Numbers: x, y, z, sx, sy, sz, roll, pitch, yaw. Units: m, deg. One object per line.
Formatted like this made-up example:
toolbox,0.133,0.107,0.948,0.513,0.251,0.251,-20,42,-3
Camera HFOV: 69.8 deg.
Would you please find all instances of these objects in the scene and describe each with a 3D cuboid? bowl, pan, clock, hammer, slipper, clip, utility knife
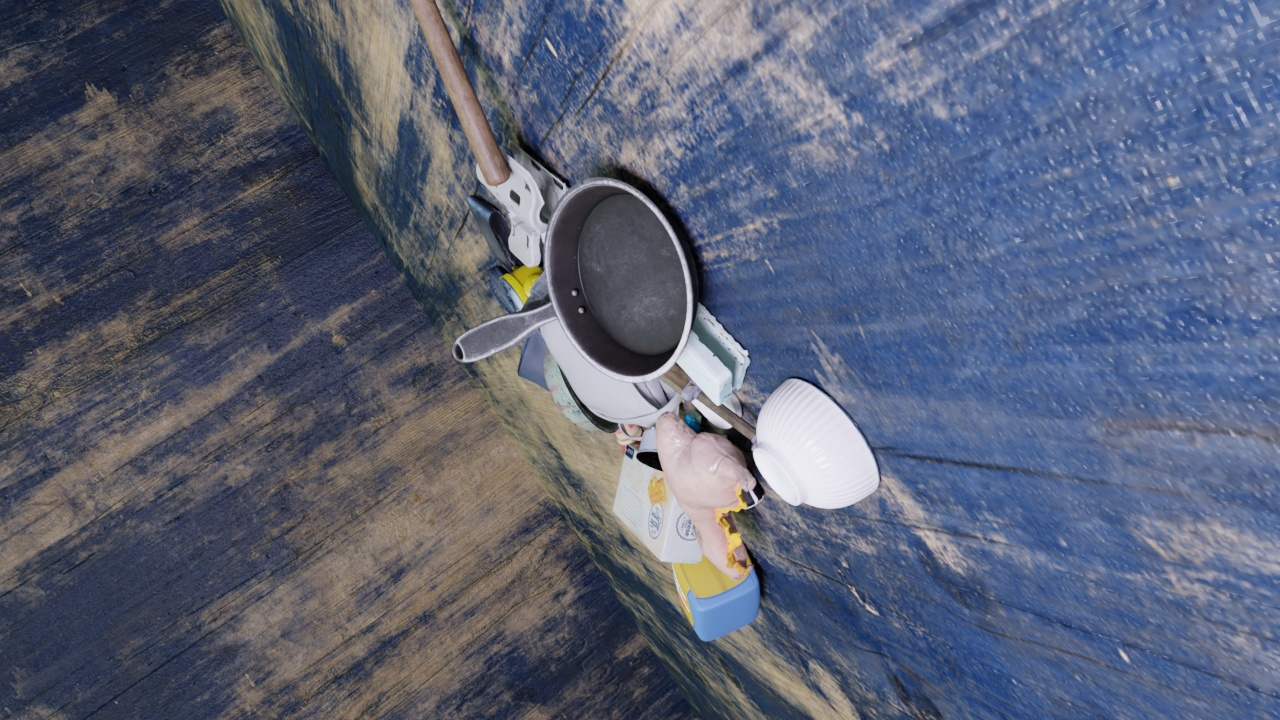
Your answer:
bowl,0.136,0.080,0.768,0.118,0.062,0.118,50,164,19
pan,-0.075,-0.052,0.890,0.358,0.055,0.187,-19,93,48
clock,-0.147,-0.086,1.253,0.119,0.057,0.083,34,153,52
hammer,0.010,0.002,0.927,0.317,0.147,0.028,37,176,22
slipper,-0.164,-0.021,1.391,0.263,0.082,0.101,54,-175,-15
clip,-0.117,-0.181,1.021,0.126,0.096,0.152,45,166,39
clock,0.045,0.112,1.091,0.094,0.035,0.123,12,162,8
bowl,-0.083,0.032,1.236,0.157,0.039,0.157,51,-158,-31
utility knife,0.064,0.094,1.115,0.031,0.015,0.179,47,166,17
hammer,-0.204,-0.328,0.916,0.129,0.040,0.322,5,120,66

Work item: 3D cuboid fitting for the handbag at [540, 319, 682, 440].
handbag,-0.007,0.006,1.083,0.223,0.095,0.216,7,132,54

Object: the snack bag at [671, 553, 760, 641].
snack bag,0.084,0.272,1.303,0.159,0.102,0.205,80,166,-58

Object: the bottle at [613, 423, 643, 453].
bottle,-0.024,0.092,1.335,0.044,0.044,0.109,30,151,59

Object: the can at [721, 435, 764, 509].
can,0.105,0.124,1.020,0.080,0.031,0.031,57,165,-7

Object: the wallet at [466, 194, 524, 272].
wallet,-0.215,-0.186,1.360,0.089,0.026,0.115,40,159,50

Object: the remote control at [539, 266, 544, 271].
remote control,-0.133,-0.108,1.298,0.050,0.011,0.136,61,164,-21

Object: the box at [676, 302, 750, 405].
box,0.024,-0.044,0.884,0.199,0.066,0.083,48,144,22

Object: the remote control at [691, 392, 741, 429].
remote control,0.053,0.017,0.948,0.136,0.013,0.043,46,137,21

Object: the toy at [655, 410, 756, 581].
toy,0.088,0.168,0.988,0.196,0.065,0.264,37,156,51

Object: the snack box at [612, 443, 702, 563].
snack box,0.028,0.184,1.215,0.208,0.057,0.104,-155,76,-69
